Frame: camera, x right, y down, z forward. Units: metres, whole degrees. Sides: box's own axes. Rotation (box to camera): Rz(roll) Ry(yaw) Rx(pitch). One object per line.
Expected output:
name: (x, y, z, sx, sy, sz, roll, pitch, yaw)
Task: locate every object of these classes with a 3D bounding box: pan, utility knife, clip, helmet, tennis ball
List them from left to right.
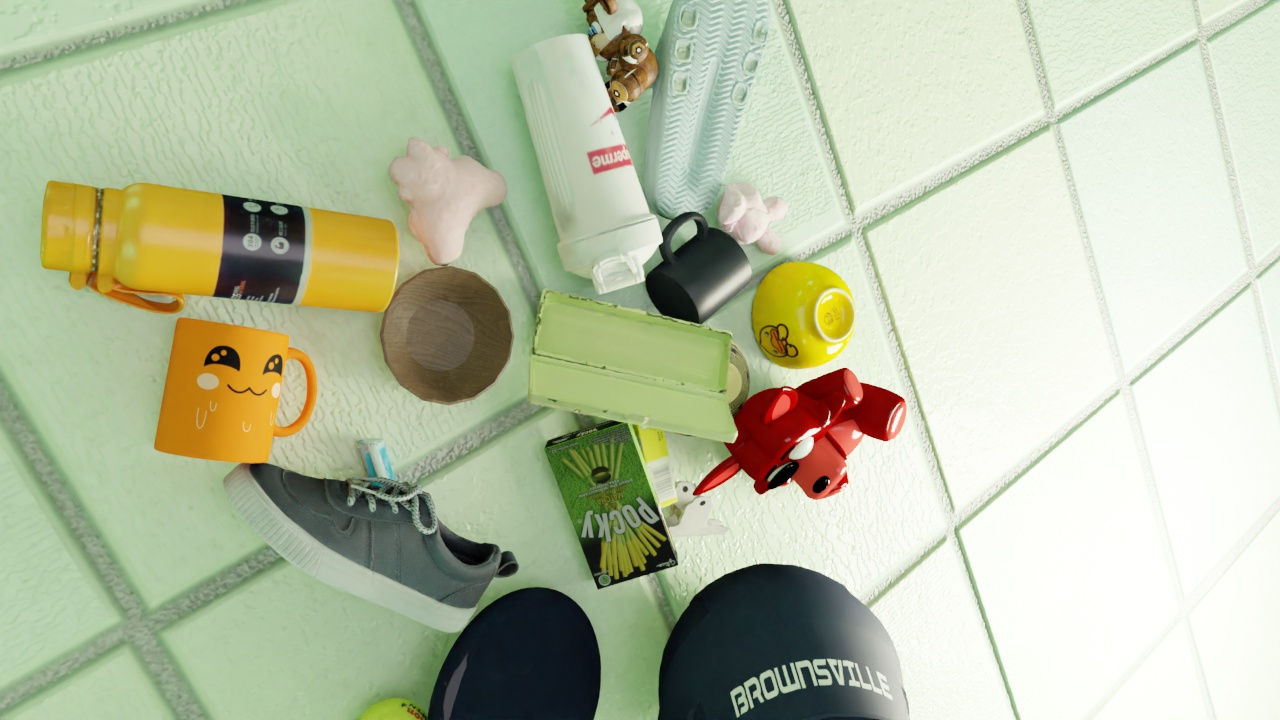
utility knife: (-0.212, 0.123, 0.774, 0.022, 0.015, 0.124, -16, 102, -17)
tennis ball: (-0.204, 0.312, 0.754, 0.065, 0.065, 0.065, -1, 92, -31)
pan: (-0.150, 0.330, 0.752, 0.355, 0.021, 0.199, -32, 115, -44)
clip: (0.049, 0.152, 0.931, 0.101, 0.040, 0.054, 4, 109, -32)
helmet: (0.127, 0.317, 0.875, 0.232, 0.222, 0.273, -5, 124, -8)

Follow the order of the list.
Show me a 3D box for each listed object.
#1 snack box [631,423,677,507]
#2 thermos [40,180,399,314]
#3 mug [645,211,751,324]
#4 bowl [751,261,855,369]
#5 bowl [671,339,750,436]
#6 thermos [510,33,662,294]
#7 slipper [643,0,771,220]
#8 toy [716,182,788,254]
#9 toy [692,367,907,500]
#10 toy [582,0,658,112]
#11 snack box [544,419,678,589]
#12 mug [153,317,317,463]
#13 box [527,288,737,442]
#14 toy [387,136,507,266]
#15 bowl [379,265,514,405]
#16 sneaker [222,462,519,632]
snack box: (0.001, 0.069, 0.885, 0.028, 0.040, 0.148, -16, 100, -31)
thermos: (-0.303, -0.076, 0.676, 0.232, 0.076, 0.091, 5, 92, -32)
mug: (0.051, -0.092, 0.886, 0.077, 0.071, 0.105, -41, 128, -24)
bowl: (0.184, -0.048, 0.976, 0.117, 0.068, 0.117, -1, 92, -31)
bowl: (0.066, 0.021, 0.910, 0.112, 0.061, 0.112, -1, 92, -31)
thermos: (-0.050, -0.170, 0.819, 0.099, 0.099, 0.220, -23, 99, -29)
slipper: (0.050, -0.259, 0.889, 0.104, 0.074, 0.245, 5, 105, -29)
toy: (0.112, -0.147, 0.943, 0.109, 0.047, 0.063, 12, 82, -45)
toy: (0.160, 0.079, 0.921, 0.196, 0.159, 0.120, -3, 50, -46)
toy: (-0.024, -0.292, 0.835, 0.067, 0.087, 0.112, -34, 102, -9)
snack box: (-0.026, 0.133, 0.856, 0.080, 0.025, 0.147, -18, 103, 5)
mug: (-0.296, 0.025, 0.689, 0.112, 0.078, 0.096, 13, 84, -50)
box: (-0.007, 0.009, 0.824, 0.187, 0.047, 0.140, 11, 45, -13)
toy: (-0.167, -0.142, 0.768, 0.096, 0.053, 0.099, 44, 72, -32)
bowl: (-0.168, -0.021, 0.786, 0.117, 0.030, 0.118, -1, 92, -31)
sneaker: (-0.206, 0.132, 0.724, 0.235, 0.089, 0.087, 36, 90, -27)
